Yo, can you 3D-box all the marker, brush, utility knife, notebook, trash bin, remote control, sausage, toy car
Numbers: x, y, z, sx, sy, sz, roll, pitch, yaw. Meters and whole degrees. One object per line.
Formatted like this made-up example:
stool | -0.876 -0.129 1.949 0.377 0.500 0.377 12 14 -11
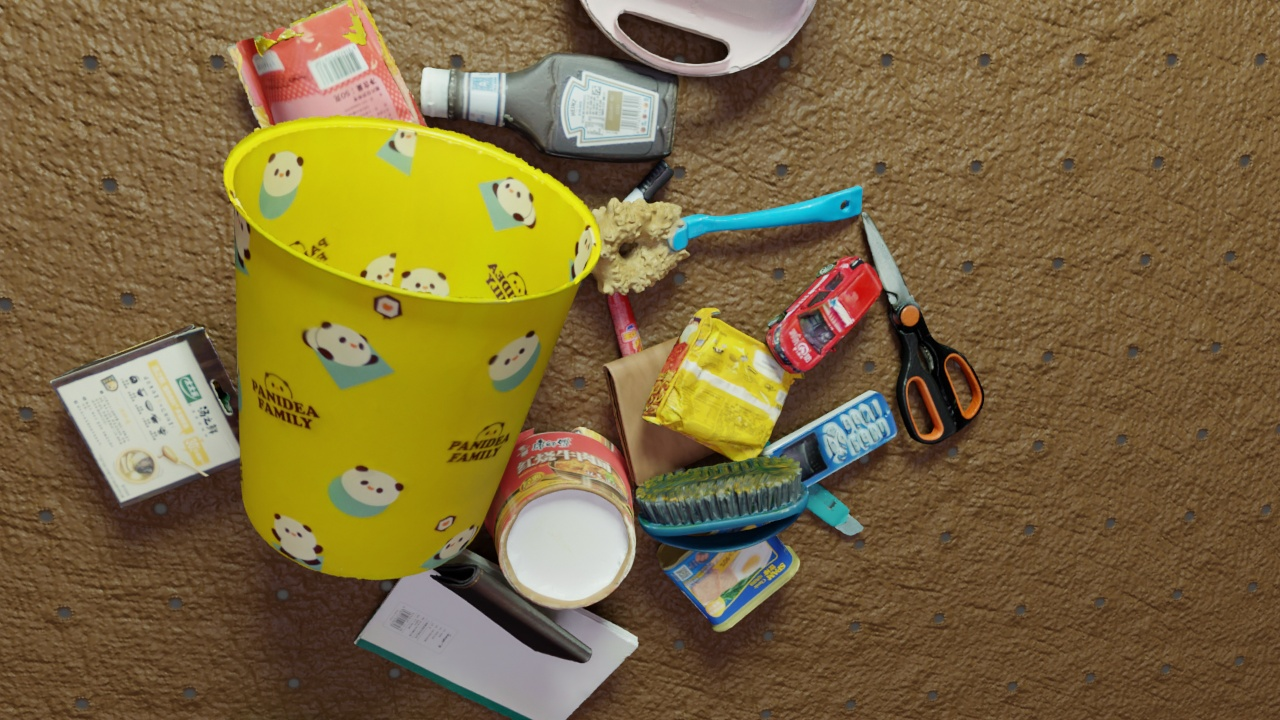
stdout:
marker | -0.020 -0.112 0.755 0.018 0.022 0.131 40 94 -23
brush | 0.069 0.126 0.768 0.144 0.055 0.073 -10 113 8
utility knife | 0.145 0.112 0.846 0.171 0.013 0.029 39 92 -17
notebook | -0.129 0.251 0.818 0.209 0.012 0.151 32 114 -15
trash bin | -0.170 -0.002 0.636 0.229 0.229 0.256 12 123 -12
remote control | 0.170 0.074 0.828 0.125 0.024 0.049 -28 104 -9
sausage | -0.005 0.005 0.790 0.020 0.020 0.156 -15 107 -5
brush | 0.070 -0.110 0.755 0.254 0.046 0.083 -12 120 -13
toy car | 0.156 -0.040 0.776 0.120 0.045 0.053 -44 107 -18

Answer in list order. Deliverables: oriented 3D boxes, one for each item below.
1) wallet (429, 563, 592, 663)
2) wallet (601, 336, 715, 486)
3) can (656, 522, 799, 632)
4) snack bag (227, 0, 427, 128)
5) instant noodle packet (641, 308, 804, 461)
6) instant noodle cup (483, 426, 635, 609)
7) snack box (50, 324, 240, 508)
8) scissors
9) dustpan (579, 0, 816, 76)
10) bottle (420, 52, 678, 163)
wallet | -0.108 0.207 0.748 0.122 0.097 0.020 42 62 -19
wallet | 0.025 0.040 0.791 0.101 0.020 0.115 -20 111 -23
can | 0.078 0.179 0.831 0.102 0.057 0.083 -40 105 2
snack bag | -0.214 -0.154 0.693 0.128 0.073 0.208 -20 112 4
instant noodle packet | 0.073 0.027 0.778 0.128 0.044 0.110 29 88 -33
instant noodle cup | -0.065 0.136 0.768 0.138 0.108 0.138 -2 105 -9
snack box | -0.370 0.041 0.721 0.125 0.053 0.113 -21 107 -4
scissors | 0.253 -0.037 0.825 0.124 0.022 0.235 -12 102 -16
dustpan | 0.050 -0.366 0.689 0.222 0.139 0.272 15 67 -10
bottle | -0.070 -0.199 0.713 0.195 0.044 0.080 3 100 -9
